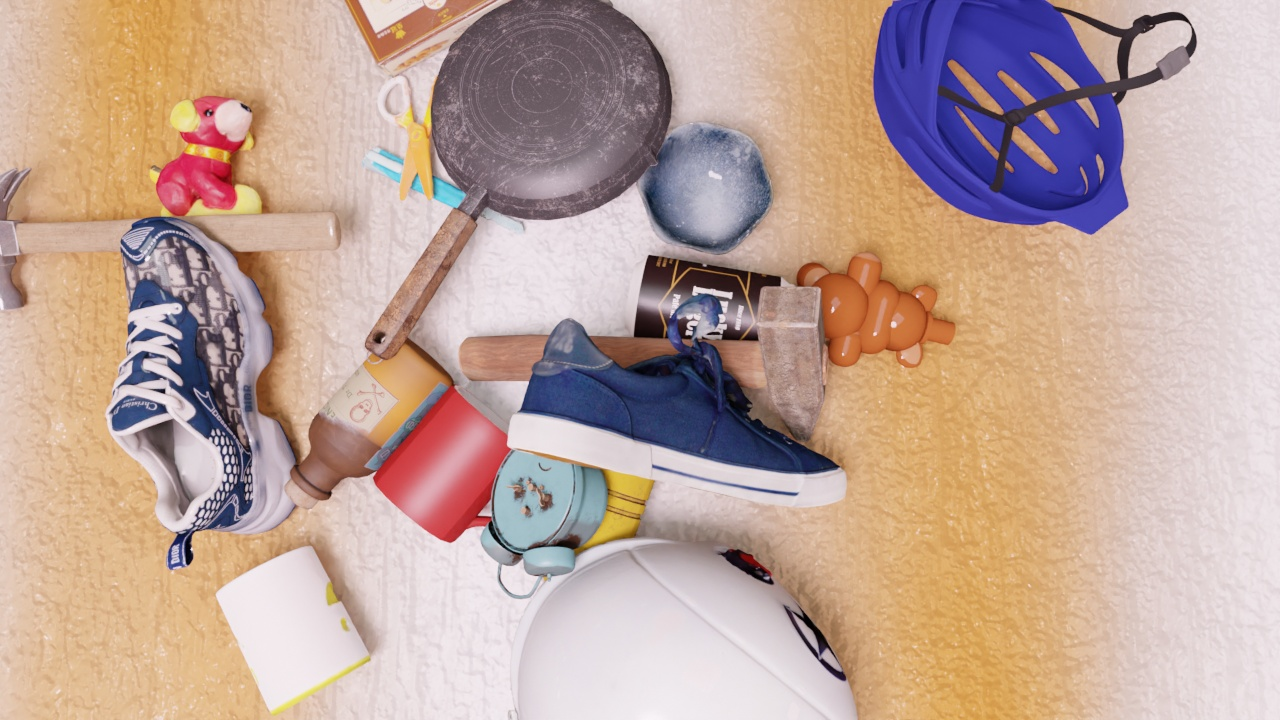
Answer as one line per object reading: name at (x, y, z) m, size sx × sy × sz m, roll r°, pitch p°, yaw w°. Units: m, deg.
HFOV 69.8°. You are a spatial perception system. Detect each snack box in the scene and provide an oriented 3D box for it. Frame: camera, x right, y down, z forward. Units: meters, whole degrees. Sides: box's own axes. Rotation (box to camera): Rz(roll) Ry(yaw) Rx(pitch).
snack box at (-0.191, -0.345, 0.791) m, size 0.143 × 0.041 × 0.147 m, roll -27°, pitch 90°, yaw 6°

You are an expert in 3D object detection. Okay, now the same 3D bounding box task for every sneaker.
sneaker at (-0.358, 0.021, 0.708) m, size 0.103 × 0.132 × 0.269 m, roll -12°, pitch 95°, yaw 10°
sneaker at (0.049, 0.034, 0.663) m, size 0.294 × 0.121 × 0.127 m, roll 19°, pitch 79°, yaw -35°

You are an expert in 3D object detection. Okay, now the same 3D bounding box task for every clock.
clock at (-0.072, 0.116, 0.684) m, size 0.090 × 0.053 × 0.124 m, roll 12°, pitch 81°, yaw 44°

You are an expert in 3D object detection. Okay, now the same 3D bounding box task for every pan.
pan at (-0.117, -0.150, 0.732) m, size 0.208 × 0.040 × 0.356 m, roll 30°, pitch 80°, yaw 12°

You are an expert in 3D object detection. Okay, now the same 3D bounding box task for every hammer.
hammer at (-0.004, 0.004, 0.731) m, size 0.301 × 0.158 × 0.037 m, roll 2°, pitch 55°, yaw 16°
hammer at (-0.410, -0.103, 0.765) m, size 0.331 × 0.030 × 0.119 m, roll 0°, pitch 103°, yaw 10°

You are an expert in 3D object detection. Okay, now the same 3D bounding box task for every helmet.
helmet at (0.281, -0.205, 0.671) m, size 0.147 × 0.228 × 0.241 m, roll -35°, pitch 85°, yaw -11°
helmet at (0.035, 0.258, 0.649) m, size 0.264 × 0.164 × 0.236 m, roll 44°, pitch 86°, yaw -10°

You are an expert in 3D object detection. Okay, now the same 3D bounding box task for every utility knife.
utility knife at (-0.171, -0.144, 0.795) m, size 0.158 × 0.015 × 0.022 m, roll 28°, pitch 86°, yaw 7°

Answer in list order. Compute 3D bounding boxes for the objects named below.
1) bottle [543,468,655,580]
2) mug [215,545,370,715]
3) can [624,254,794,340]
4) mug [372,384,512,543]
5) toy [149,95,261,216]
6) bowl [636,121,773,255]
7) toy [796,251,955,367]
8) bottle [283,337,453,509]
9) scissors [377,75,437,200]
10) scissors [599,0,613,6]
bottle at (-0.035, 0.123, 0.735) m, size 0.071 × 0.071 × 0.163 m, roll 19°, pitch 85°, yaw 5°
mug at (-0.277, 0.214, 0.732) m, size 0.082 × 0.082 × 0.106 m, roll -30°, pitch 83°, yaw 0°
can at (0.055, -0.042, 0.744) m, size 0.128 × 0.072 × 0.072 m, roll 10°, pitch 85°, yaw 4°
mug at (-0.138, 0.093, 0.739) m, size 0.116 × 0.080 × 0.096 m, roll 40°, pitch 87°, yaw -1°
toy at (-0.375, -0.158, 0.791) m, size 0.105 × 0.067 × 0.137 m, roll 8°, pitch 97°, yaw 6°
bowl at (0.054, -0.138, 0.763) m, size 0.110 × 0.055 × 0.110 m, roll 0°, pitch 84°, yaw 4°
toy at (0.189, -0.038, 0.750) m, size 0.127 × 0.065 × 0.095 m, roll 13°, pitch 93°, yaw -4°
bottle at (-0.229, 0.055, 0.752) m, size 0.068 × 0.068 × 0.157 m, roll 41°, pitch 88°, yaw 6°
scissors at (-0.203, -0.193, 0.794) m, size 0.084 × 0.012 × 0.133 m, roll 9°, pitch 74°, yaw 5°
scissors at (-0.119, -0.375, 0.816) m, size 0.166 × 0.016 × 0.225 m, roll -43°, pitch 84°, yaw -1°
